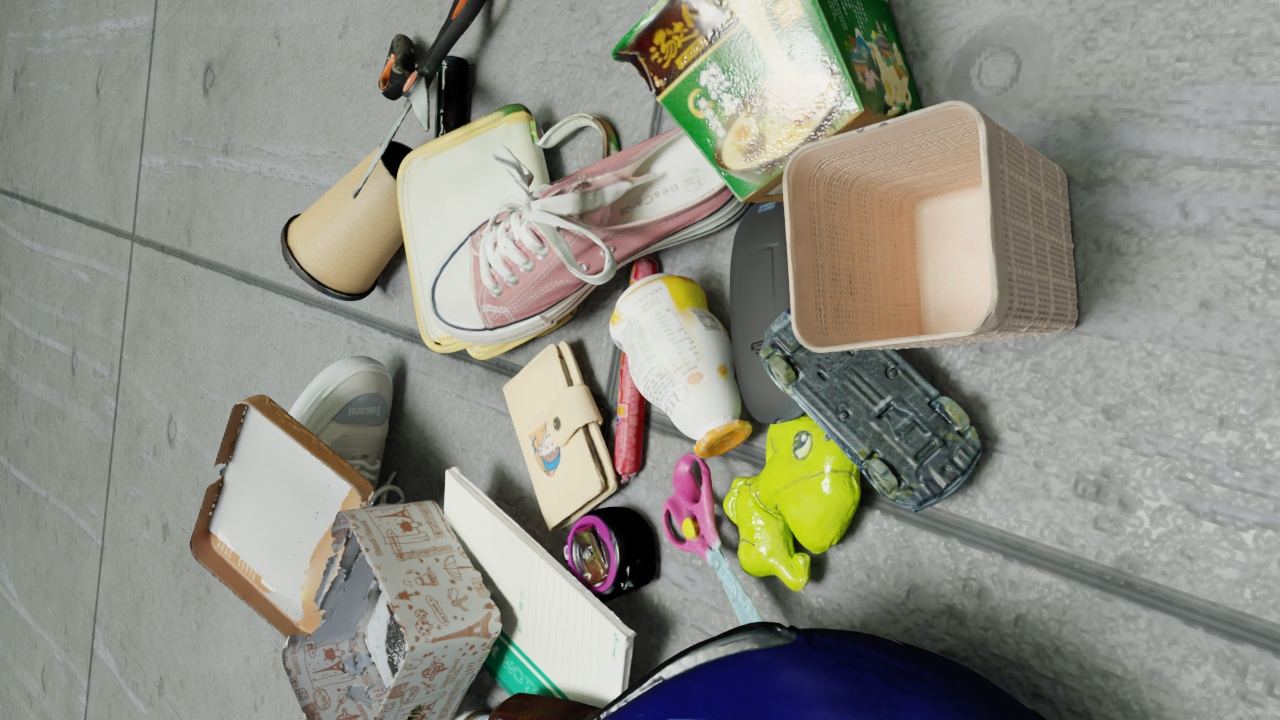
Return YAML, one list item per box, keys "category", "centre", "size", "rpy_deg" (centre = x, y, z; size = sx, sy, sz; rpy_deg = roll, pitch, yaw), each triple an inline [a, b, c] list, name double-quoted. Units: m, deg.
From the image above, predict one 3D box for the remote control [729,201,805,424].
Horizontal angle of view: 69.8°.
- category: "remote control"
  centre: [0.071, -0.033, 0.508]
  size: [0.053, 0.024, 0.136]
  rpy_deg: [-17, 65, 41]

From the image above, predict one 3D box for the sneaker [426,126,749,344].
- category: "sneaker"
  centre: [-0.049, -0.082, 0.559]
  size: [0.242, 0.087, 0.118]
  rpy_deg: [-22, 72, 25]

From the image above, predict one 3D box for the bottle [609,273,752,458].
- category: "bottle"
  centre: [0.026, 0.003, 0.539]
  size: [0.063, 0.063, 0.108]
  rpy_deg: [-45, 59, 33]

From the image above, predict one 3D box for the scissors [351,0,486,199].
- category: "scissors"
  centre: [-0.174, -0.230, 0.719]
  size: [0.234, 0.021, 0.221]
  rpy_deg: [-58, 32, 0]

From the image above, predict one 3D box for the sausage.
- category: "sausage"
  centre: [-0.004, 0.003, 0.598]
  size: [0.020, 0.020, 0.156]
  rpy_deg: [8, 94, 44]

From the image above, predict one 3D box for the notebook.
- category: "notebook"
  centre: [-0.081, 0.187, 0.646]
  size: [0.209, 0.012, 0.151]
  rpy_deg: [31, 125, 40]

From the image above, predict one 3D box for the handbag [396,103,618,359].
- category: "handbag"
  centre: [-0.084, -0.098, 0.662]
  size: [0.179, 0.063, 0.163]
  rpy_deg: [-20, 75, 26]

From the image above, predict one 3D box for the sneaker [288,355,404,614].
- category: "sneaker"
  centre: [-0.262, 0.116, 0.795]
  size: [0.091, 0.089, 0.242]
  rpy_deg: [35, 113, 37]

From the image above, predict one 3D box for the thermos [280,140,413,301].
- category: "thermos"
  centre: [-0.239, -0.119, 0.785]
  size: [0.144, 0.093, 0.093]
  rpy_deg: [-39, 63, 28]

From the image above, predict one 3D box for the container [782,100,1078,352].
- category: "container"
  centre: [0.133, -0.049, 0.404]
  size: [0.090, 0.110, 0.090]
  rpy_deg: [-7, 83, 43]

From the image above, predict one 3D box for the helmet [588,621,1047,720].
- category: "helmet"
  centre: [0.045, 0.252, 0.392]
  size: [0.316, 0.240, 0.247]
  rpy_deg: [-39, 61, 37]

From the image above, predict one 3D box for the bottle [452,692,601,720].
- category: "bottle"
  centre: [-0.076, 0.265, 0.625]
  size: [0.195, 0.043, 0.080]
  rpy_deg: [-19, 97, 52]

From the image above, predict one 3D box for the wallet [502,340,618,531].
- category: "wallet"
  centre: [-0.057, 0.051, 0.641]
  size: [0.088, 0.024, 0.115]
  rpy_deg: [-39, 61, 40]

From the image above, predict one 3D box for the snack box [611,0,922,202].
- category: "snack box"
  centre: [0.074, -0.143, 0.473]
  size: [0.118, 0.118, 0.105]
  rpy_deg: [-33, 76, 38]

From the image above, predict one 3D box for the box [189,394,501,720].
- category: "box"
  centre: [-0.237, 0.165, 0.701]
  size: [0.259, 0.110, 0.179]
  rpy_deg: [48, 122, 33]

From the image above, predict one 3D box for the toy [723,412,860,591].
- category: "toy"
  centre: [0.085, 0.075, 0.502]
  size: [0.100, 0.031, 0.096]
  rpy_deg: [-32, 65, 44]

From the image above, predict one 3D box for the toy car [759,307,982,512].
- category: "toy car"
  centre: [0.112, 0.020, 0.456]
  size: [0.054, 0.037, 0.120]
  rpy_deg: [-41, 71, -4]

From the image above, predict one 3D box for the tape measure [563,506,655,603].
- category: "tape measure"
  centre: [-0.021, 0.124, 0.595]
  size: [0.057, 0.039, 0.057]
  rpy_deg: [-31, 67, 39]

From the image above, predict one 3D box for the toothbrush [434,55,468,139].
- category: "toothbrush"
  centre: [-0.158, -0.138, 0.746]
  size: [0.027, 0.026, 0.212]
  rpy_deg: [4, 92, 31]

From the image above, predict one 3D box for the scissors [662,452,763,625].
- category: "scissors"
  centre: [0.046, 0.107, 0.523]
  size: [0.137, 0.017, 0.073]
  rpy_deg: [-128, 45, -52]
